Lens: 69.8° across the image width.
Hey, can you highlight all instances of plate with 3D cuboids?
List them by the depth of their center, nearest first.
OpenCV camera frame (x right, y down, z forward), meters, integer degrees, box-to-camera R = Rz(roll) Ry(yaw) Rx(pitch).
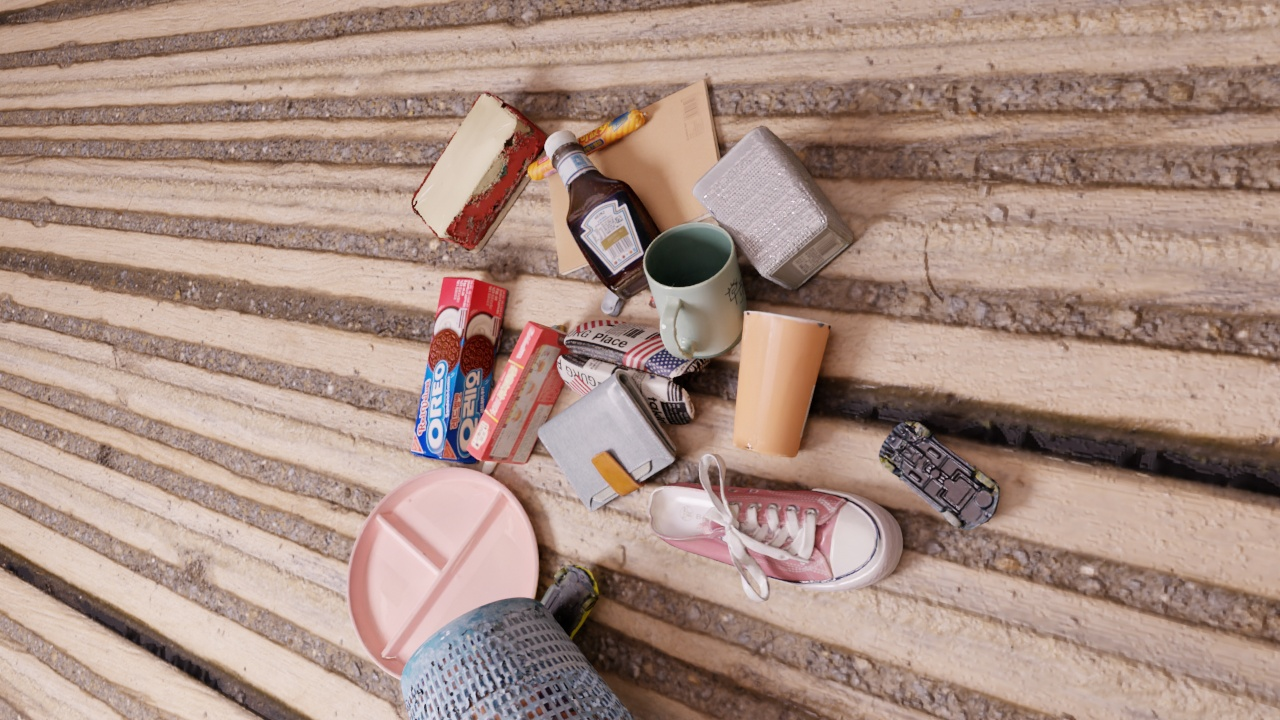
[{"bbox_3d":[-0.211,0.230,0.987,0.230,0.028,0.229,-6,70,17],"label":"plate"}]

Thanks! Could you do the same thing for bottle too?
[{"bbox_3d":[-0.042,-0.158,0.950,0.080,0.044,0.194,-34,69,9],"label":"bottle"}]

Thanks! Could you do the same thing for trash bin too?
[{"bbox_3d":[-0.108,0.331,0.819,0.227,0.226,0.195,-47,56,16],"label":"trash bin"}]

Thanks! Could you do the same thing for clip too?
[{"bbox_3d":[-0.022,-0.073,0.962,0.025,0.035,0.058,23,89,32],"label":"clip"}]

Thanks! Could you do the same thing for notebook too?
[{"bbox_3d":[-0.010,-0.193,0.980,0.212,0.012,0.149,-18,70,29],"label":"notebook"}]

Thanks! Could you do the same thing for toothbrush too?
[{"bbox_3d":[-0.132,0.044,1.007,0.016,0.018,0.191,34,99,34],"label":"toothbrush"}]

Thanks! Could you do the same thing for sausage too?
[{"bbox_3d":[-0.061,-0.234,1.003,0.165,0.021,0.021,-21,70,27],"label":"sausage"}]

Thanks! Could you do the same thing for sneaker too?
[{"bbox_3d":[0.100,0.146,0.798,0.241,0.087,0.118,5,83,34],"label":"sneaker"}]

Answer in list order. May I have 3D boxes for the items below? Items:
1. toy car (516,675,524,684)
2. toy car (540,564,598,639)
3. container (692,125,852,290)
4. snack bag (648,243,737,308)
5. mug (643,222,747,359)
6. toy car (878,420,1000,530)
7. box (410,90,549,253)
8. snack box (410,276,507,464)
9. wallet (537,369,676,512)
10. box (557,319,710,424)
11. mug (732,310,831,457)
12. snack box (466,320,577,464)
[{"bbox_3d":[-0.150,0.342,0.956,0.106,0.031,0.049,14,90,32],"label":"toy car"},{"bbox_3d":[-0.074,0.249,0.919,0.048,0.032,0.105,40,113,25],"label":"toy car"},{"bbox_3d":[0.124,-0.134,0.838,0.090,0.090,0.114,-41,65,20],"label":"container"},{"bbox_3d":[0.051,-0.084,0.910,0.105,0.026,0.045,-50,53,14],"label":"snack bag"},{"bbox_3d":[0.049,-0.050,0.834,0.082,0.106,0.111,10,54,24],"label":"mug"},{"bbox_3d":[0.245,0.094,0.749,0.105,0.031,0.049,43,105,32],"label":"toy car"},{"bbox_3d":[-0.190,-0.218,1.059,0.091,0.078,0.168,45,106,31],"label":"box"},{"bbox_3d":[-0.204,0.012,1.037,0.057,0.058,0.207,6,84,36],"label":"snack box"},{"bbox_3d":[-0.035,0.084,0.898,0.130,0.036,0.106,-35,86,38],"label":"wallet"},{"bbox_3d":[-0.005,0.004,0.922,0.162,0.076,0.086,15,59,36],"label":"box"},{"bbox_3d":[0.122,0.022,0.820,0.078,0.078,0.123,10,92,34],"label":"mug"},{"bbox_3d":[-0.121,0.037,0.968,0.025,0.075,0.153,30,98,33],"label":"snack box"}]
